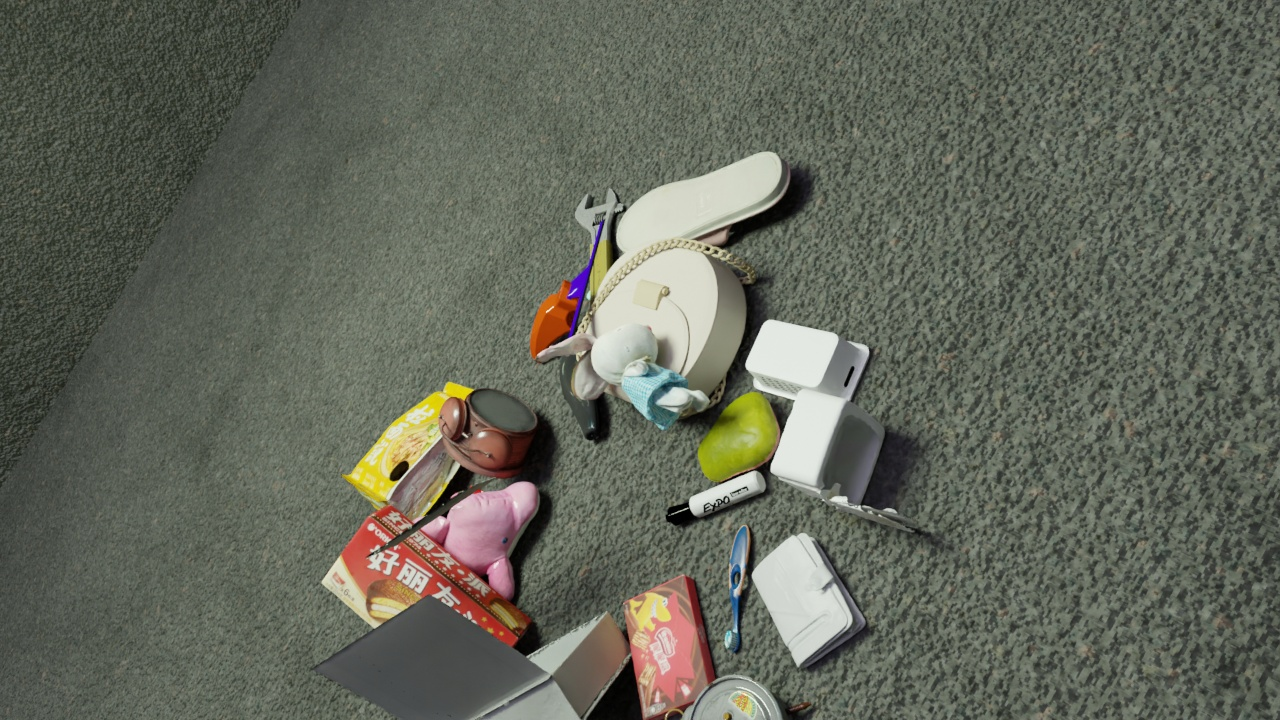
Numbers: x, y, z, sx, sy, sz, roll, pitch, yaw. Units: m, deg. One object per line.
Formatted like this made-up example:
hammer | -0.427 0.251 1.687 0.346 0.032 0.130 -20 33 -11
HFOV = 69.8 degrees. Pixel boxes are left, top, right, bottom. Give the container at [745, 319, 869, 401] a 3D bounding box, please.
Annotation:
container | 0.178 0.000 1.018 0.129 0.049 0.080 17 78 45

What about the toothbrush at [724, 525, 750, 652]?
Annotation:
toothbrush | 0.102 0.240 0.973 0.022 0.017 0.134 -9 62 35

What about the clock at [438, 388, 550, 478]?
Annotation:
clock | -0.203 0.096 1.216 0.120 0.157 0.072 35 113 19

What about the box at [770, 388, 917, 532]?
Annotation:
box | 0.212 0.108 0.887 0.137 0.108 0.124 12 76 45

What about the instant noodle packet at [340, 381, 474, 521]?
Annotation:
instant noodle packet | -0.318 0.124 1.350 0.163 0.084 0.221 9 57 54

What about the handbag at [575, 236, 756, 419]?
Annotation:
handbag | 0.031 -0.042 1.148 0.211 0.103 0.208 20 89 45

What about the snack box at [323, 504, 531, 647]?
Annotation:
snack box | -0.261 0.297 1.125 0.236 0.060 0.113 38 100 4

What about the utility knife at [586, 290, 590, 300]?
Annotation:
utility knife | -0.026 -0.085 1.269 0.129 0.015 0.022 12 50 42

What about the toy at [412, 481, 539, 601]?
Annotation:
toy | -0.247 0.242 1.192 0.266 0.127 0.186 -45 48 11

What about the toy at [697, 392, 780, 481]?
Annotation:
toy | 0.107 0.089 1.029 0.110 0.051 0.090 -38 45 22

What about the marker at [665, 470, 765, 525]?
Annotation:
marker | 0.082 0.157 1.032 0.126 0.025 0.025 -27 51 27

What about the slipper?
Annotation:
slipper | 0.081 -0.195 1.208 0.275 0.054 0.114 -14 58 39

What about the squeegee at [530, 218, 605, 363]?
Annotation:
squeegee | -0.115 -0.059 1.261 0.185 0.055 0.248 122 165 -46

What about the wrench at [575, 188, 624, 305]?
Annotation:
wrench | -0.059 -0.150 1.316 0.084 0.018 0.272 -21 48 24

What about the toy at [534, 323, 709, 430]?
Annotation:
toy | -0.006 0.006 1.037 0.206 0.131 0.105 19 76 38

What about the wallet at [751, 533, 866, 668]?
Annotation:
wallet | 0.161 0.237 0.914 0.086 0.032 0.116 -46 45 14

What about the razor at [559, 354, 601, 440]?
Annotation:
razor | -0.071 0.040 1.217 0.063 0.053 0.140 -15 58 -5

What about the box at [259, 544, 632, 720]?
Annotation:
box | -0.169 0.315 0.914 0.167 0.368 0.150 -35 48 20

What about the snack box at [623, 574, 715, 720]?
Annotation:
snack box | 0.031 0.310 0.992 0.089 0.021 0.132 -32 50 24

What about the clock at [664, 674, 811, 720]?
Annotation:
clock | 0.087 0.360 0.892 0.148 0.056 0.103 -5 64 37

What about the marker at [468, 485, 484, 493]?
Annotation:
marker | -0.258 0.246 1.279 0.023 0.021 0.145 23 82 15
